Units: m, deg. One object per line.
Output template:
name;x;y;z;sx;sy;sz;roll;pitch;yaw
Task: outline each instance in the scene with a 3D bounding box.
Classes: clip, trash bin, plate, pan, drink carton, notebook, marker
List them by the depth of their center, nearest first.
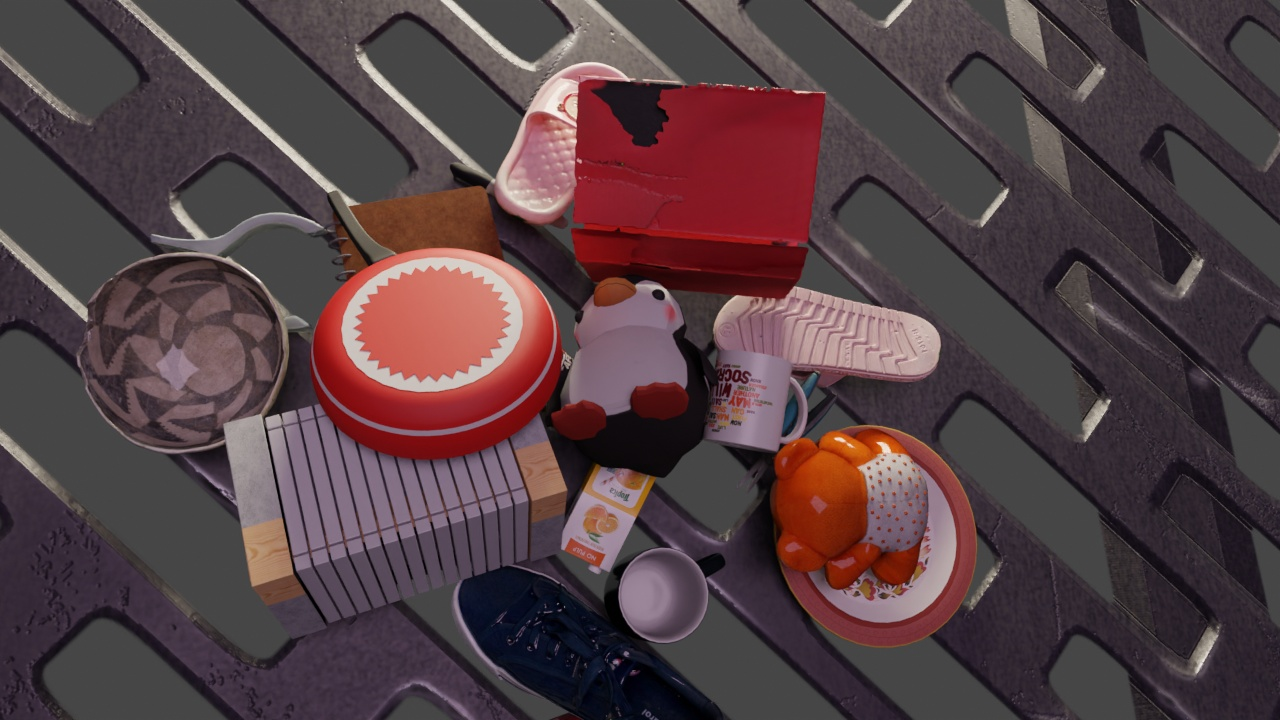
trash bin;-0.207;0.116;0.801;0.246;0.143;0.142;-15;61;-16
pan;-0.211;-0.062;0.811;0.208;0.067;0.356;-25;57;-22
clip;-0.377;-0.117;0.891;0.174;0.030;0.158;24;81;-6
drink carton;-0.033;0.141;0.894;0.058;0.040;0.122;27;86;-5
notebook;-0.214;-0.059;0.927;0.167;0.024;0.225;-13;79;-17
plate;0.246;0.183;0.970;0.229;0.021;0.229;3;75;-12
marker;-0.141;-0.174;0.979;0.138;0.016;0.022;28;103;-5

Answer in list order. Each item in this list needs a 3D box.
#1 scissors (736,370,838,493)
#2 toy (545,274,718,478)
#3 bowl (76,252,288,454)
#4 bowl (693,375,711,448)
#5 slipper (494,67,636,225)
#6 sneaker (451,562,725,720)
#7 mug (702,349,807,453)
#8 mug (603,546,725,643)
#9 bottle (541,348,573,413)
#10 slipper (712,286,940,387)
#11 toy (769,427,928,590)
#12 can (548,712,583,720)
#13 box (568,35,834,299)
scissors;0.155;0.072;0.960;0.122;0.019;0.149;-6;117;-35
toy;-0.005;0.005;0.856;0.159;0.140;0.183;-15;48;14
bowl;-0.402;-0.005;0.837;0.178;0.081;0.178;0;87;-3
bowl;0.022;0.039;0.932;0.120;0.066;0.120;3;75;-12
slipper;-0.081;-0.238;0.981;0.107;0.056;0.221;31;66;-3
sneaker;-0.049;0.258;0.794;0.295;0.127;0.120;29;53;21
mug;0.120;0.044;0.913;0.105;0.074;0.089;13;83;-21
mug;0.027;0.215;0.874;0.121;0.095;0.085;-24;83;-17
bottle;-0.105;0.002;0.885;0.166;0.060;0.059;43;69;-26
slipper;0.197;-0.021;0.990;0.239;0.064;0.094;8;70;3
toy;0.202;0.145;0.916;0.172;0.093;0.163;3;78;-25
can;-0.028;0.346;0.845;0.114;0.063;0.063;-15;80;-16
box;0.047;-0.136;0.834;0.211;0.319;0.121;5;63;4
